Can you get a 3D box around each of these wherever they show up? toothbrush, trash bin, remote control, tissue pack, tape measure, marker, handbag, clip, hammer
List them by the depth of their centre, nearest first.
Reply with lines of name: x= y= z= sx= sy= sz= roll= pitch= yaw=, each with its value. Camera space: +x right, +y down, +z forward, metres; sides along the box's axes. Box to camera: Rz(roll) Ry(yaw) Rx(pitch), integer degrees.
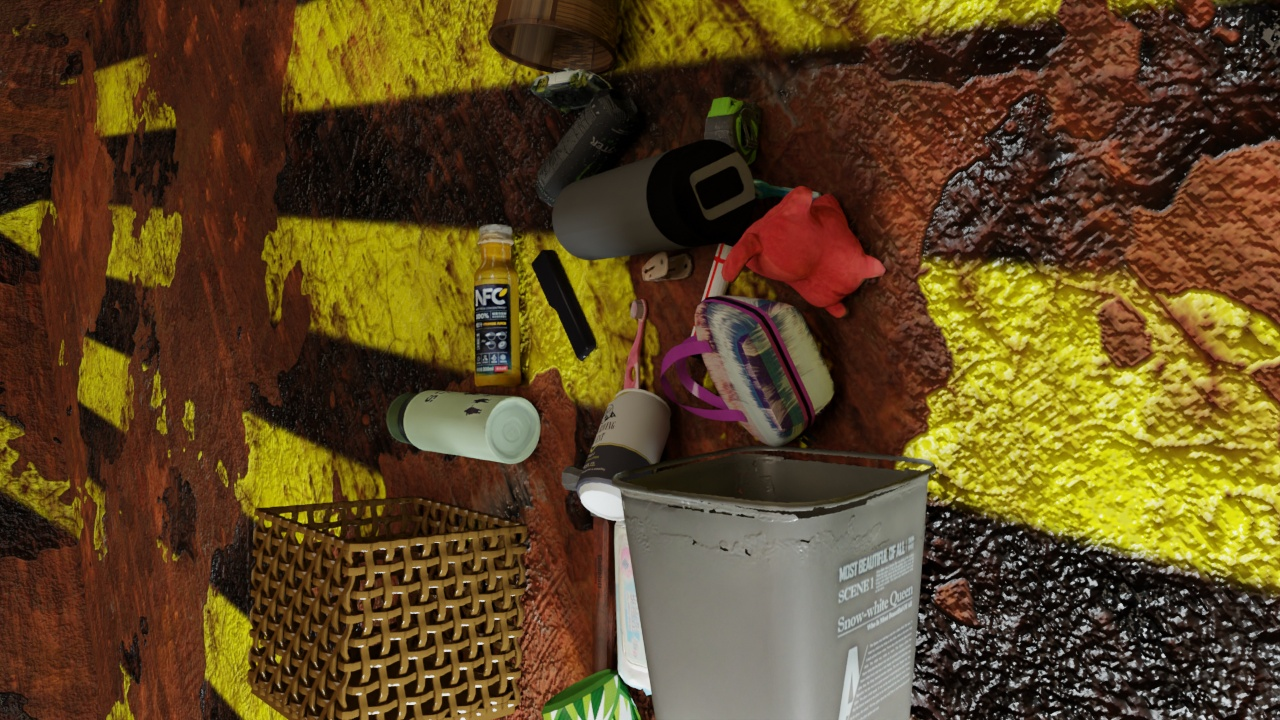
trash bin: x=0.103 y=0.190 z=0.688 sx=0.198 sy=0.197 sz=0.220 roll=1 pitch=95 yaw=44
handbag: x=0.075 y=0.014 z=0.788 sx=0.170 sy=0.067 sz=0.144 roll=-9 pitch=111 yaw=59
tape measure: x=0.084 y=-0.199 z=0.806 sx=0.036 sy=0.065 sz=0.059 roll=2 pitch=99 yaw=31
tissue pack: x=0.029 y=0.226 z=0.838 sx=0.112 sy=0.069 sz=0.182 roll=-5 pitch=85 yaw=47
marker: x=0.071 y=-0.072 z=0.843 sx=0.019 sy=0.019 sz=0.146 roll=29 pitch=109 yaw=43
clip: x=0.018 y=-0.089 z=0.886 sx=0.060 sy=0.039 sz=0.024 roll=-12 pitch=78 yaw=40
toothbrush: x=-0.005 y=0.005 z=0.921 sx=0.022 sy=0.016 sz=0.135 roll=5 pitch=91 yaw=46
hammer: x=-0.037 y=0.262 z=0.935 sx=0.111 sy=0.028 sz=0.300 roll=-1 pitch=88 yaw=47
remote control: x=-0.085 y=-0.062 z=1.006 sx=0.032 sy=0.015 sz=0.136 roll=-45 pitch=58 yaw=35

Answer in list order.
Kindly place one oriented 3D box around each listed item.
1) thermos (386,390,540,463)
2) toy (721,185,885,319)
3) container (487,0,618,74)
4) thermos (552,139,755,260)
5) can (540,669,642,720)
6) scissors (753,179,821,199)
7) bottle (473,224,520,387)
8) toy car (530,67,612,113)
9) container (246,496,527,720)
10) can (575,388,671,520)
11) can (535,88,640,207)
thermos: x=-0.218 y=0.078 z=1.097 sx=0.232 sy=0.082 sz=0.082 roll=1 pitch=89 yaw=45
toy: x=0.125 y=-0.079 z=0.718 sx=0.094 sy=0.132 sz=0.088 roll=58 pitch=137 yaw=19
container: x=-0.078 y=-0.399 z=0.942 sx=0.132 sy=0.132 sz=0.167 roll=6 pitch=87 yaw=46
thermos: x=0.004 y=-0.137 z=0.824 sx=0.241 sy=0.082 sz=0.082 roll=5 pitch=92 yaw=62
can: x=-0.028 y=0.374 z=0.862 sx=0.083 sy=0.082 sz=0.144 roll=-34 pitch=79 yaw=40
scissors: x=0.096 y=-0.152 z=0.808 sx=0.135 sy=0.066 sz=0.015 roll=11 pitch=69 yaw=31
bottle: x=-0.166 y=-0.063 z=1.062 sx=0.053 sy=0.053 sz=0.186 roll=-6 pitch=84 yaw=45
toy car: x=-0.070 y=-0.291 z=0.980 sx=0.106 sy=0.048 sz=0.033 roll=11 pitch=77 yaw=46
container: x=-0.294 y=0.287 z=1.059 sx=0.252 sy=0.219 sz=0.214 roll=2 pitch=90 yaw=46
can: x=-0.012 y=0.083 z=0.861 sx=0.064 sy=0.064 sz=0.127 roll=-21 pitch=37 yaw=43
can: x=-0.057 y=-0.220 z=0.956 sx=0.138 sy=0.053 sz=0.054 roll=-44 pitch=58 yaw=35
